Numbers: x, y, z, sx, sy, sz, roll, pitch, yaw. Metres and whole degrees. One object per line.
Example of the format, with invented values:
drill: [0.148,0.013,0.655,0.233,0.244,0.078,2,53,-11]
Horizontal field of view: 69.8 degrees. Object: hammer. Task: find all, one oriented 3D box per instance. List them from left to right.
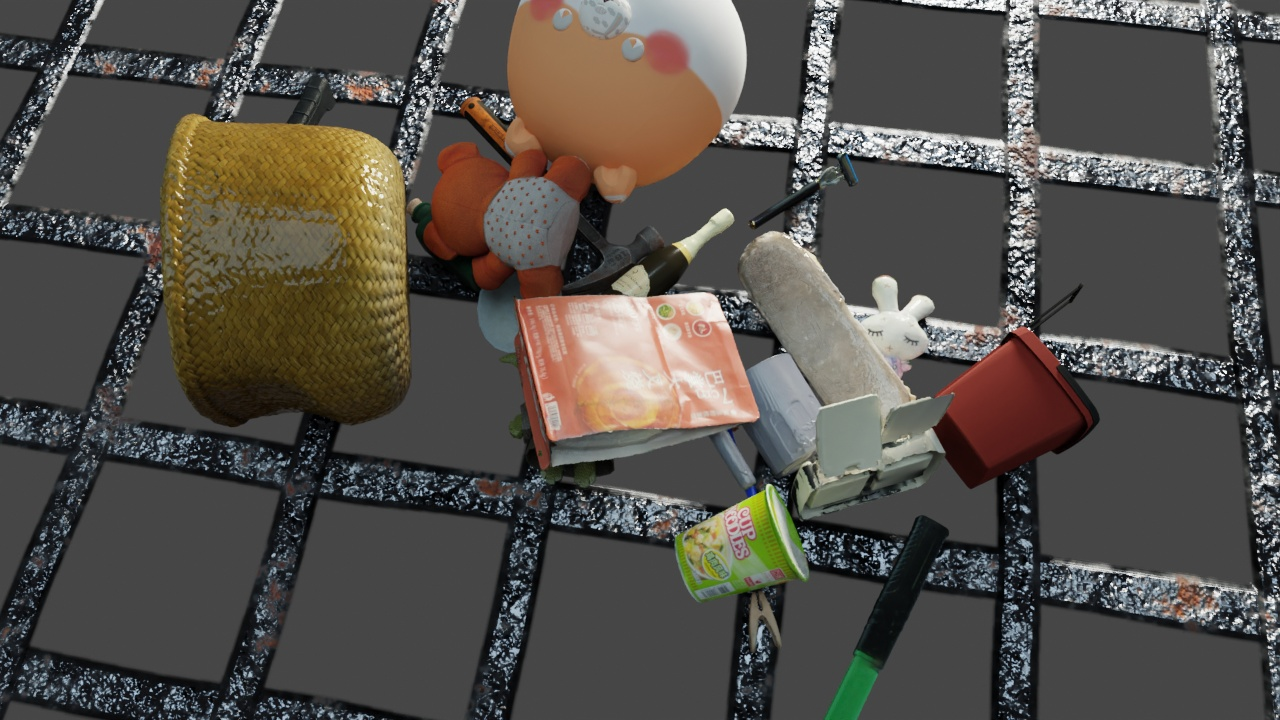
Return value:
hammer: [-0.440,-0.203,1.079,0.025,0.118,0.332,13,64,5]
hammer: [-0.125,-0.202,1.098,0.137,0.035,0.314,-38,71,-11]
hammer: [0.219,0.293,0.884,0.130,0.032,0.318,27,71,13]

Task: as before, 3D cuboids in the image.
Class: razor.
razor: [0.190,-0.196,1.091,0.144,0.022,0.043,-31,110,-6]

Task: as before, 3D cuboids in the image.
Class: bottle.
bottle: [-0.219,-0.143,1.062,0.131,0.061,0.061,38,76,16]
bottle: [0.035,-0.112,1.047,0.184,0.045,0.045,-40,72,-13]

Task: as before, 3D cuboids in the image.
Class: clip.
clip: [0.114,0.260,0.906,0.041,0.024,0.060,-16,60,-7]

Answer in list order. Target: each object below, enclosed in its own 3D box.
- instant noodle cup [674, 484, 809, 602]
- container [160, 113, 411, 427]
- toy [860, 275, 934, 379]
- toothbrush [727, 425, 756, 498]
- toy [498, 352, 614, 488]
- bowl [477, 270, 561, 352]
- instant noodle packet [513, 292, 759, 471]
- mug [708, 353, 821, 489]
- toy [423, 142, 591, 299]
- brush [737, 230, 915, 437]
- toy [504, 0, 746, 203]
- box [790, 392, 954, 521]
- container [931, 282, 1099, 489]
instant noodle cup: [0.095,0.185,0.893,0.108,0.099,0.098,-23,67,14]
container: [-0.329,-0.085,0.910,0.196,0.308,0.306,-4,67,-13]
toy: [0.281,-0.032,1.010,0.079,0.038,0.122,16,72,1]
toothbrush: [0.117,0.136,0.959,0.018,0.016,0.182,-1,64,-38]
toy: [-0.067,0.057,0.965,0.179,0.078,0.152,5,60,4]
bowl: [-0.128,-0.059,1.023,0.106,0.039,0.106,-4,82,28]
instant noodle packet: [-0.005,0.005,0.911,0.220,0.084,0.164,-9,58,-13]
mug: [0.129,0.066,0.947,0.123,0.084,0.104,-23,70,-21]
toy: [-0.145,-0.152,0.973,0.172,0.092,0.164,19,100,18]
brush: [0.200,-0.024,0.989,0.083,0.056,0.271,-38,68,13]
toy: [-0.024,-0.321,1.021,0.263,0.266,0.280,26,81,9]
box: [0.223,0.088,0.886,0.143,0.184,0.050,-15,61,-8]
container: [0.396,0.030,0.921,0.201,0.148,0.127,-32,69,-1]
